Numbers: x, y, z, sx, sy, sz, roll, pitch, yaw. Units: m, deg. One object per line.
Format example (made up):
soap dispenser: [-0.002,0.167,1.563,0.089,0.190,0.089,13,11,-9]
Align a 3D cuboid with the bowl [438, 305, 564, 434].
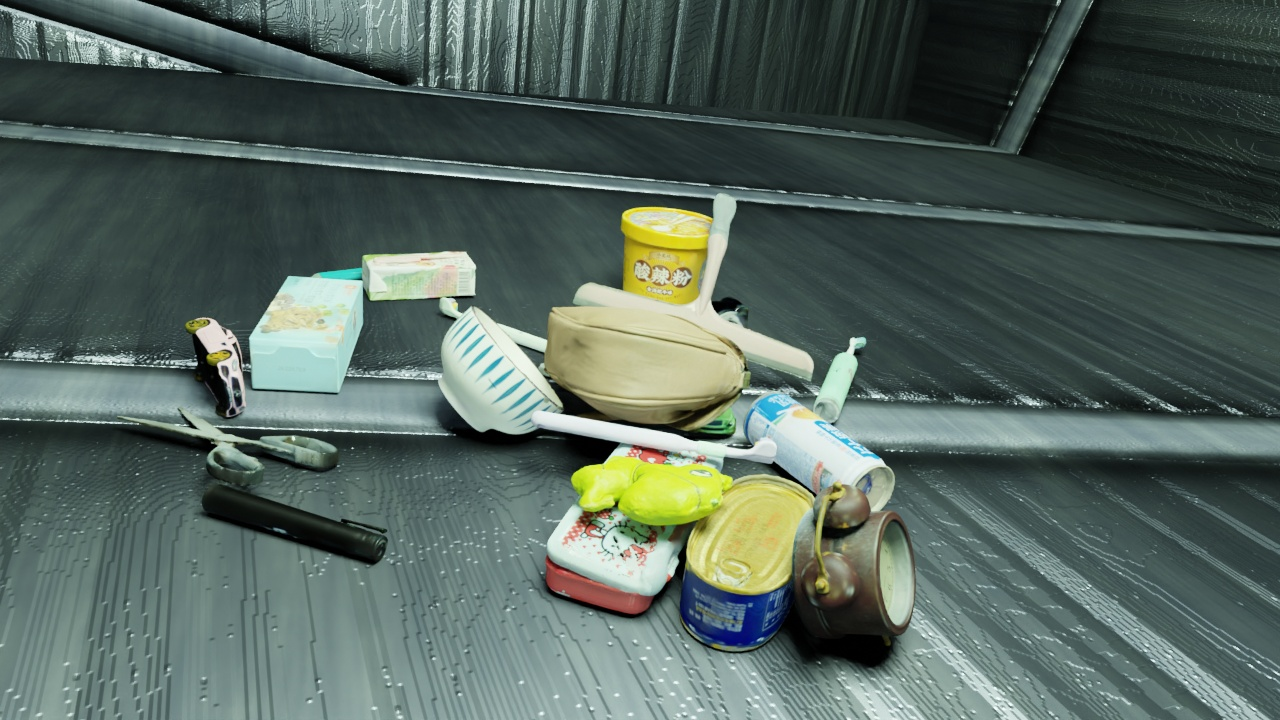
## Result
bowl: [-0.126,0.018,0.771,0.066,0.116,0.116,-41,32,0]

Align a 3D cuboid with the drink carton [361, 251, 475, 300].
drink carton: [-0.255,-0.100,1.059,0.122,0.046,0.053,-4,26,-24]

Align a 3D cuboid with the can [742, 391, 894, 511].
can: [0.145,0.077,0.759,0.053,0.053,0.134,-7,27,-30]

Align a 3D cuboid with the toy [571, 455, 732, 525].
toy: [0.008,0.087,0.612,0.096,0.031,0.100,-19,25,-40]

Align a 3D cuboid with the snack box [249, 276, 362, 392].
snack box: [-0.310,-0.029,0.866,0.074,0.052,0.174,2,24,-10]

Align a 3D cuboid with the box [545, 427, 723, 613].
box: [0.003,0.104,0.660,0.087,0.047,0.200,13,23,13]

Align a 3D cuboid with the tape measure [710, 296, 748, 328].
tape measure: [0.079,-0.030,0.973,0.065,0.066,0.033,-13,33,-29]

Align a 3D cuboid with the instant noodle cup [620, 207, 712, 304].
instant noodle cup: [0.030,-0.112,1.088,0.118,0.115,0.118,7,23,-3]

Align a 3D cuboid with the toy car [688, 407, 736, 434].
toy car: [0.061,0.039,0.847,0.043,0.036,0.091,4,27,-11]

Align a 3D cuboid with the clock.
clock: [0.128,0.125,0.563,0.055,0.122,0.081,-6,51,33]

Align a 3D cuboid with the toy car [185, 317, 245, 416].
toy car: [-0.354,0.003,0.776,0.037,0.056,0.122,-17,33,-32]

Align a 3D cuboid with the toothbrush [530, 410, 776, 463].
toothbrush: [0.010,0.057,0.706,0.189,0.029,0.021,8,60,-2]

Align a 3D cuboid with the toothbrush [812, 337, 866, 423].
toothbrush: [0.212,0.013,0.965,0.027,0.026,0.223,-7,16,23]

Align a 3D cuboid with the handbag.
handbag: [-0.005,0.005,0.794,0.147,0.100,0.204,6,7,-17]

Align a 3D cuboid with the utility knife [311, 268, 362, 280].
utility knife: [-0.305,-0.106,1.099,0.186,0.013,0.029,-12,32,-35]

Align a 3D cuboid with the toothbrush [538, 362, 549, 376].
toothbrush: [-0.007,0.017,0.901,0.187,0.016,0.017,6,-4,-1]

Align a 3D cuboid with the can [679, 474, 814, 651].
can: [0.073,0.131,0.614,0.075,0.049,0.147,15,24,18]

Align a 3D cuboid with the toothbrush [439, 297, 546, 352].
toothbrush: [-0.136,-0.030,0.969,0.190,0.029,0.020,21,68,26]

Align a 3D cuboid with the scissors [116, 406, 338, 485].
scissors: [-0.312,0.062,0.691,0.177,0.014,0.159,6,10,-15]

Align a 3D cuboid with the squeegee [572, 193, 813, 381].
squeegee: [0.078,-0.114,0.975,0.247,0.040,0.248,17,46,-2]

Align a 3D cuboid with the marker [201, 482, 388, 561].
marker: [-0.231,0.106,0.612,0.132,0.022,0.020,13,-8,12]
